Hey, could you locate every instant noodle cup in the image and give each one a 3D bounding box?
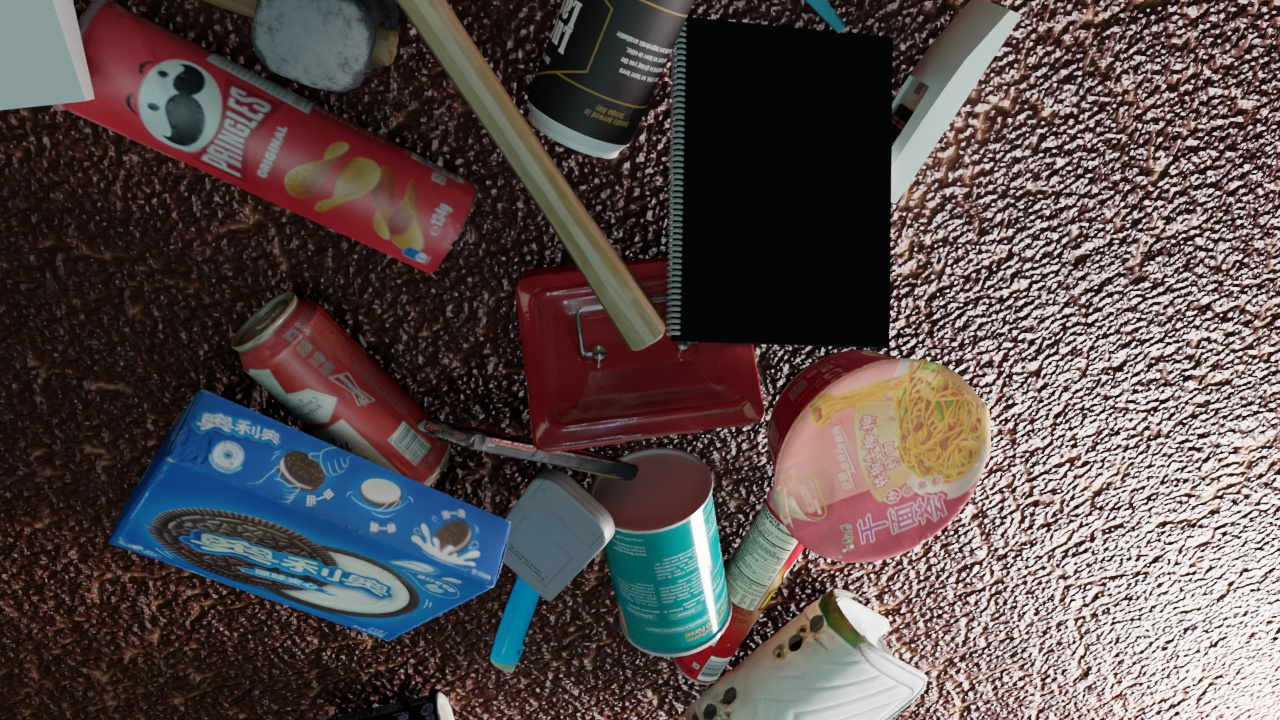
[{"bbox_3d":[-0.222,0.376,0.846,0.112,0.137,0.137,-19,123,-9],"label":"instant noodle cup"},{"bbox_3d":[0.179,0.067,0.740,0.178,0.077,0.179,-5,113,-12],"label":"instant noodle cup"}]

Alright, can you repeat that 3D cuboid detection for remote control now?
[{"bbox_3d":[-0.072,0.139,0.736,0.074,0.019,0.151,41,139,4],"label":"remote control"},{"bbox_3d":[0.192,-0.176,0.620,0.024,0.049,0.144,20,115,-21],"label":"remote control"}]

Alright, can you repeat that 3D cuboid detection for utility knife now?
[{"bbox_3d":[-0.099,0.204,0.823,0.031,0.015,0.225,12,122,-18],"label":"utility knife"}]

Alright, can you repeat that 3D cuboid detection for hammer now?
[{"bbox_3d":[-0.294,-0.226,0.493,0.328,0.098,0.052,17,115,-12],"label":"hammer"},{"bbox_3d":[-0.079,-0.137,0.513,0.051,0.117,0.323,-30,115,10],"label":"hammer"}]

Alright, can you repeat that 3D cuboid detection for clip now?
[{"bbox_3d":[0.098,-0.275,0.559,0.130,0.031,0.121,10,115,-15],"label":"clip"}]

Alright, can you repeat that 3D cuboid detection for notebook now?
[{"bbox_3d":[0.092,-0.114,0.597,0.149,0.016,0.206,2,88,-11],"label":"notebook"}]

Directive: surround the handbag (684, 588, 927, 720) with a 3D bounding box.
[{"bbox_3d":[0.153,0.315,0.882,0.199,0.096,0.142,-43,127,14],"label":"handbag"}]

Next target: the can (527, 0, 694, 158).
[{"bbox_3d":[-0.017,-0.196,0.559,0.072,0.071,0.129,17,117,-19],"label":"can"}]

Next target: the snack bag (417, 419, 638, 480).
[{"bbox_3d":[-0.080,0.068,0.687,0.155,0.075,0.018,16,86,-39],"label":"snack bag"}]

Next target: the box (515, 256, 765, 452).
[{"bbox_3d":[-0.007,-0.005,0.668,0.157,0.156,0.147,-5,80,-4],"label":"box"}]

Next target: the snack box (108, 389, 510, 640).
[{"bbox_3d":[-0.246,0.128,0.681,0.238,0.056,0.196,29,140,-24],"label":"snack box"}]

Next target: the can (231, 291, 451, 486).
[{"bbox_3d":[-0.212,0.029,0.666,0.067,0.067,0.170,-32,121,10],"label":"can"}]

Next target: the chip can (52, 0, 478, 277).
[{"bbox_3d":[-0.220,-0.131,0.565,0.233,0.073,0.073,25,114,-23],"label":"chip can"}]

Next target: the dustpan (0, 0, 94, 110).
[{"bbox_3d":[-0.392,-0.251,0.444,0.191,0.053,0.258,-5,114,2],"label":"dustpan"}]

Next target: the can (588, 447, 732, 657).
[{"bbox_3d":[0.019,0.160,0.766,0.099,0.099,0.144,-12,122,-2],"label":"can"}]

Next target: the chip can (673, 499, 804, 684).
[{"bbox_3d":[0.096,0.205,0.836,0.051,0.051,0.215,17,117,-19],"label":"chip can"}]
